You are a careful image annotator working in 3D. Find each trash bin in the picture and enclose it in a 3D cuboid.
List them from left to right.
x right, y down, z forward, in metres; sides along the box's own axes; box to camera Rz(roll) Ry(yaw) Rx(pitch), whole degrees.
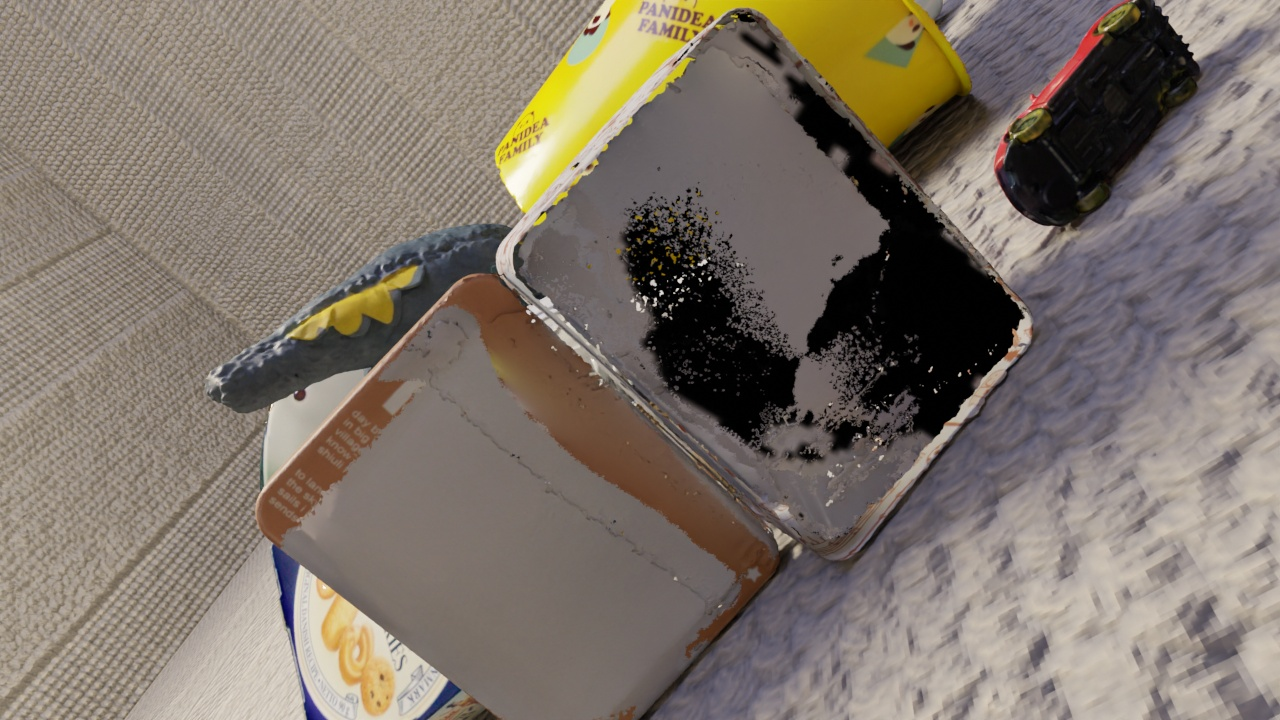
[{"bbox_3d":[0.049,-0.177,0.636,0.256,0.229,0.229,-43,15,18],"label":"trash bin"}]

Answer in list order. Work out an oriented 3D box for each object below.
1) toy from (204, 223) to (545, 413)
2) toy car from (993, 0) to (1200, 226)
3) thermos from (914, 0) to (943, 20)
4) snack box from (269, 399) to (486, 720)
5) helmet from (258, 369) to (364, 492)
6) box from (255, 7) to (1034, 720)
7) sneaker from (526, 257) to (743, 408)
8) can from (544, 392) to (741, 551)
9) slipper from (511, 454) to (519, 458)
[{"bbox_3d":[-0.103,-0.025,0.619,0.355,0.091,0.138,2,-58,-54],"label":"toy"},{"bbox_3d":[0.191,-0.105,0.393,0.106,0.049,0.031,-50,13,-7],"label":"toy car"},{"bbox_3d":[0.175,-0.242,0.778,0.220,0.070,0.070,-52,15,-18],"label":"thermos"},{"bbox_3d":[-0.141,0.136,0.555,0.183,0.045,0.177,-44,52,17],"label":"snack box"},{"bbox_3d":[-0.169,0.066,0.764,0.273,0.157,0.231,-33,-32,-47],"label":"helmet"},{"bbox_3d":[0.001,0.022,0.361,0.260,0.177,0.082,-47,13,-4],"label":"box"},{"bbox_3d":[0.018,-0.003,0.504,0.242,0.089,0.090,-21,37,14],"label":"sneaker"},{"bbox_3d":[-0.009,0.065,0.480,0.111,0.075,0.075,-31,22,49],"label":"can"},{"bbox_3d":[-0.118,0.124,0.647,0.268,0.083,0.110,-50,-30,7],"label":"slipper"}]
